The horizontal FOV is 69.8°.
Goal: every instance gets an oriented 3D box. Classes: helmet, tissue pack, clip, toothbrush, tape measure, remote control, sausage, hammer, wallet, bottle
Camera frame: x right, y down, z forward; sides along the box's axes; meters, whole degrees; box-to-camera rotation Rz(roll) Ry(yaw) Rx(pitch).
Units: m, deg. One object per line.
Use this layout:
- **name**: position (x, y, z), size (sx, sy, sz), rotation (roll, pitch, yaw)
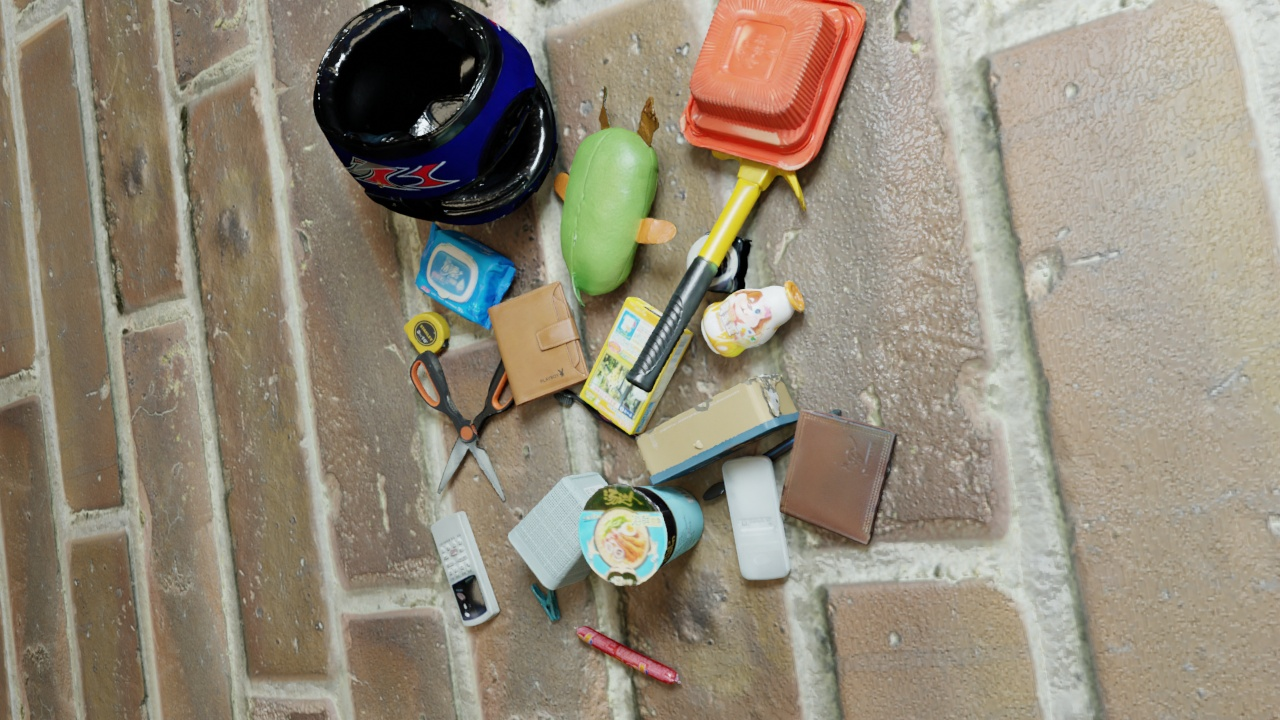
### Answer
- **helmet**: position (-0.214, -0.274, 1.072), size (0.316, 0.240, 0.247), rotation (27, 85, 37)
- **tissue pack**: position (-0.236, -0.113, 1.204), size (0.157, 0.052, 0.095), rotation (30, 106, 27)
- **clip**: position (-0.117, 0.304, 1.164), size (0.034, 0.013, 0.054), rotation (-29, 74, 29)
- **toothbrush**: position (0.142, 0.105, 1.005), size (0.190, 0.016, 0.014), rotation (-37, 71, 23)
- **tape measure**: position (0.087, -0.108, 1.020), size (0.066, 0.033, 0.066), rotation (13, 96, 28)
- **remote control**: position (0.127, 0.172, 1.001), size (0.056, 0.020, 0.136), rotation (-10, 92, 22)
- **sausage**: position (-0.018, 0.353, 1.102), size (0.156, 0.020, 0.020), rotation (17, 100, 30)
- **hammer**: position (0.071, -0.102, 0.977), size (0.129, 0.033, 0.300), rotation (27, 84, 30)
- **wallet**: position (0.204, 0.118, 0.953), size (0.101, 0.032, 0.124), rotation (15, 101, 22)
- **tape measure**: position (-0.287, -0.038, 1.249), size (0.057, 0.028, 0.060), rotation (-36, 90, 23)
- **wallet**: position (-0.125, -0.021, 1.137), size (0.108, 0.031, 0.131), rotation (-20, 81, 16)
- **toothbrush**: position (-0.036, 0.078, 1.110), size (0.189, 0.014, 0.018), rotation (29, 115, 27)
- **remote control**: position (-0.237, 0.280, 1.231), size (0.058, 0.021, 0.150), rotation (-29, 75, 28)
- **bottle**: position (0.121, -0.048, 0.983), size (0.109, 0.063, 0.063), rotation (-26, 78, 29)

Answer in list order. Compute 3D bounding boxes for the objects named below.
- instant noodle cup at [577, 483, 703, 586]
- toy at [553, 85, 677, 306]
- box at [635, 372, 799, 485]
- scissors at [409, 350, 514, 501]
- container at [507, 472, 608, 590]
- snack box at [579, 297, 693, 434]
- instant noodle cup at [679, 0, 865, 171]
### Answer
- **instant noodle cup**: position (0.009, 0.186, 1.023), size (0.111, 0.120, 0.111), rotation (0, 89, 31)
- **toy**: position (-0.035, -0.187, 1.059), size (0.227, 0.089, 0.247), rotation (35, 116, 46)
- **box**: position (0.078, 0.078, 0.999), size (0.185, 0.089, 0.061), rotation (-32, 76, 30)
- **scissors**: position (-0.224, 0.074, 1.214), size (0.221, 0.021, 0.234), rotation (-43, 79, 20)
- **container**: position (-0.080, 0.199, 1.096), size (0.090, 0.089, 0.112), rotation (48, 111, 21)
- **snack box**: position (-0.006, 0.006, 1.080), size (0.087, 0.033, 0.140), rotation (34, 106, 26)
- **instant noodle cup**: position (0.127, -0.304, 0.953), size (0.165, 0.079, 0.189), rotation (20, 92, 27)
